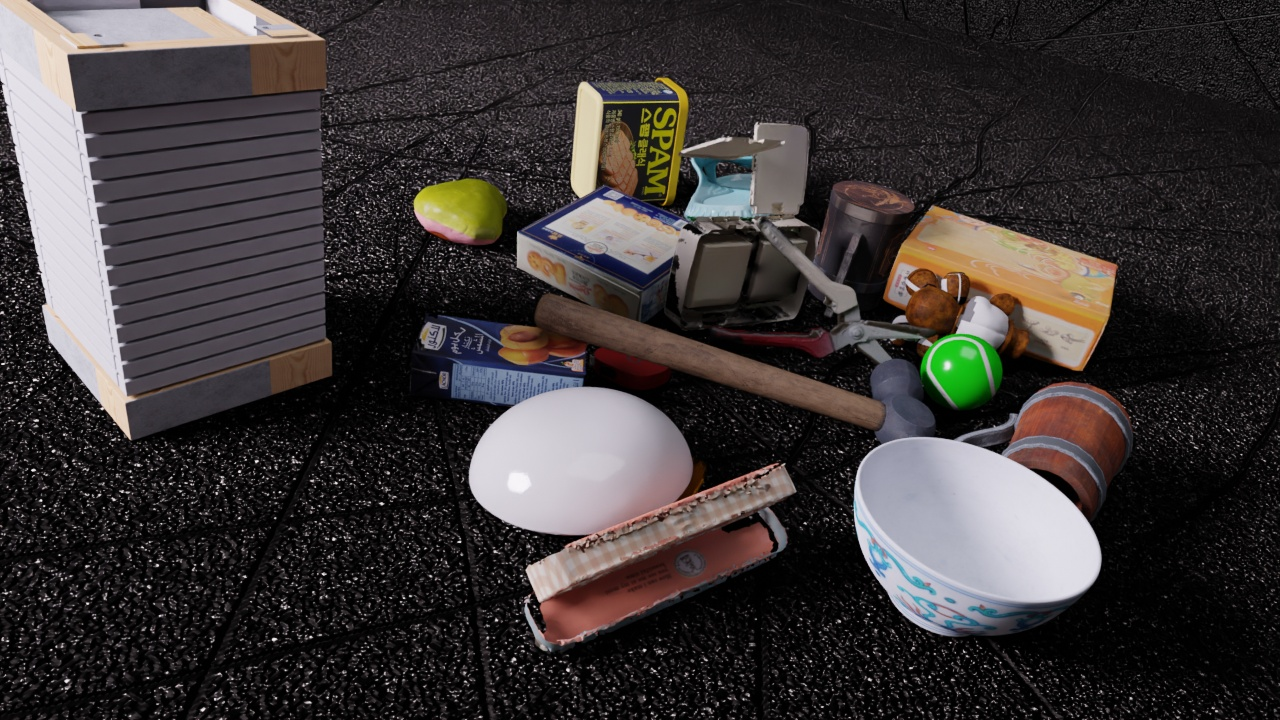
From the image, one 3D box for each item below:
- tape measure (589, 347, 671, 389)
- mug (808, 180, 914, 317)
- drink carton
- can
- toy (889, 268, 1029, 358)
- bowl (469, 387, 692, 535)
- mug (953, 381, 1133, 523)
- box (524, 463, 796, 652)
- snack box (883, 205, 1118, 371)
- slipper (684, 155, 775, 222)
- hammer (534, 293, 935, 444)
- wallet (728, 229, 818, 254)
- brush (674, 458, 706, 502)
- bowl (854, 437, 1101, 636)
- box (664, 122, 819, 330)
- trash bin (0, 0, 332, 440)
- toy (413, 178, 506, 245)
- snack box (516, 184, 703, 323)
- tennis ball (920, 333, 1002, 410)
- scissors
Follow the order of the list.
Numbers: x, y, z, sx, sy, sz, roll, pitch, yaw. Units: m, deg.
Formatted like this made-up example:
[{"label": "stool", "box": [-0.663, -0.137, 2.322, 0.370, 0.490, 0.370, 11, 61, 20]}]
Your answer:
[{"label": "tape measure", "box": [-0.004, 0.004, 0.747, 0.058, 0.019, 0.051, -20, 44, -29]}, {"label": "mug", "box": [0.210, -0.107, 0.904, 0.080, 0.107, 0.115, 21, 33, 16]}, {"label": "drink carton", "box": [-0.107, 0.002, 0.698, 0.130, 0.040, 0.064, 7, 31, -5]}, {"label": "can", "box": [-0.015, -0.244, 1.034, 0.104, 0.135, 0.075, -7, 36, -23]}, {"label": "toy", "box": [0.295, -0.034, 0.843, 0.112, 0.087, 0.067, 20, 4, -1]}, {"label": "bowl", "box": [-0.040, 0.053, 0.608, 0.149, 0.043, 0.149, -1, 28, 0]}, {"label": "mug", "box": [0.291, 0.072, 0.681, 0.117, 0.081, 0.110, 10, 30, 34]}, {"label": "box", "box": [0.019, 0.112, 0.539, 0.186, 0.067, 0.057, -16, 2, -34]}, {"label": "snack box", "box": [0.358, -0.072, 0.918, 0.195, 0.081, 0.144, 23, 34, 19]}, {"label": "slipper", "box": [0.111, -0.195, 1.012, 0.116, 0.069, 0.275, 7, 20, 13]}, {"label": "hammer", "box": [0.074, 0.009, 0.707, 0.321, 0.040, 0.129, 18, 35, -5]}, {"label": "wallet", "box": [0.127, -0.122, 0.979, 0.089, 0.026, 0.115, -14, 37, -35]}, {"label": "brush", "box": [0.002, 0.099, 0.596, 0.048, 0.017, 0.126, 20, 33, 15]}, {"label": "bowl", "box": [0.194, 0.120, 0.566, 0.144, 0.074, 0.143, 8, 32, -5]}, {"label": "box", "box": [0.091, -0.123, 0.827, 0.143, 0.181, 0.080, -6, 31, -34]}, {"label": "trash bin", "box": [-0.309, -0.105, 0.610, 0.142, 0.247, 0.142, 33, 38, 32]}, {"label": "toy", "box": [-0.171, -0.150, 0.913, 0.090, 0.051, 0.109, 20, 30, 11]}, {"label": "snack box", "box": [-0.020, -0.105, 0.880, 0.144, 0.043, 0.144, 28, 42, 23]}, {"label": "tennis ball", "box": [0.271, 0.010, 0.776, 0.065, 0.065, 0.065, 8, 32, -5]}, {"label": "scissors", "box": [0.150, -0.045, 0.795, 0.199, 0.179, 0.015, -15, 14, 9]}]
